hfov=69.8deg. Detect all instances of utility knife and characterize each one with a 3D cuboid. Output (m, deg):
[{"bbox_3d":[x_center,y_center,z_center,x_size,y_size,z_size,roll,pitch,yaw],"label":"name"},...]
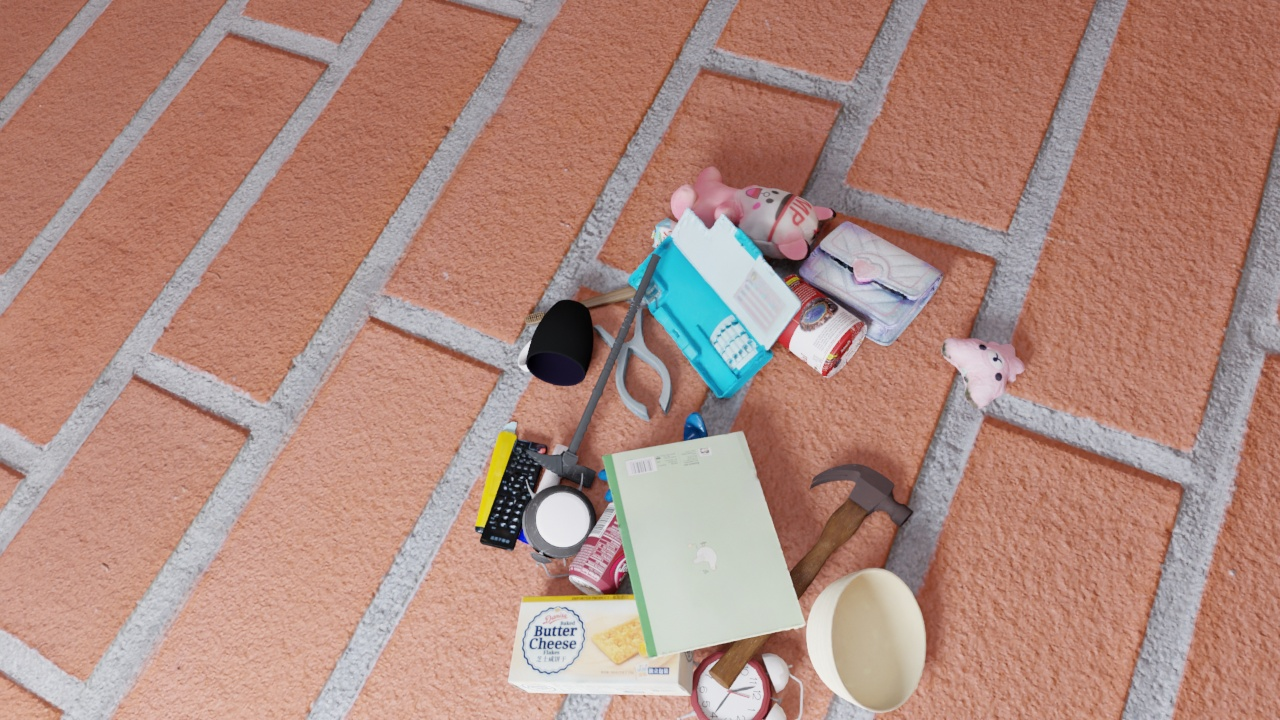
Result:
[{"bbox_3d":[-0.188,0.155,1.216,0.030,0.017,0.162,13,67,-4],"label":"utility knife"}]

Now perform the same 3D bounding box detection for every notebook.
[{"bbox_3d":[0.068,0.205,1.068,0.181,0.010,0.252,-9,58,-11],"label":"notebook"}]

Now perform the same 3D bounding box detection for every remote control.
[{"bbox_3d":[-0.163,0.175,1.194,0.047,0.022,0.150,11,60,10],"label":"remote control"}]

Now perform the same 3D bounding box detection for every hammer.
[{"bbox_3d":[0.190,0.248,1.073,0.115,0.033,0.322,36,65,21],"label":"hammer"},{"bbox_3d":[-0.046,0.001,1.210,0.095,0.015,0.324,27,77,-20],"label":"hammer"}]

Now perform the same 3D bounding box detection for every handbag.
[{"bbox_3d":[0.306,-0.112,1.231,0.158,0.069,0.126,36,74,25],"label":"handbag"}]

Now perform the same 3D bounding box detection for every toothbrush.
[{"bbox_3d":[-0.085,-0.078,1.308,0.167,0.016,0.016,-15,65,2],"label":"toothbrush"}]

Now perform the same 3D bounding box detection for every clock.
[{"bbox_3d":[-0.100,0.206,1.146,0.091,0.044,0.122,-5,75,-18],"label":"clock"},{"bbox_3d":[0.115,0.379,1.043,0.138,0.048,0.096,2,65,12],"label":"clock"}]

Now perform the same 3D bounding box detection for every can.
[{"bbox_3d":[-0.036,0.230,1.121,0.063,0.063,0.113,24,62,19],"label":"can"},{"bbox_3d":[0.223,-0.046,1.201,0.116,0.087,0.086,39,77,23],"label":"can"}]

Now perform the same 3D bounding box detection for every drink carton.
[{"bbox_3d":[0.076,-0.159,1.302,0.129,0.044,0.038,28,45,20],"label":"drink carton"}]

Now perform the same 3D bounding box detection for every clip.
[{"bbox_3d":[-0.021,0.012,1.248,0.107,0.028,0.163,-17,63,-1],"label":"clip"}]

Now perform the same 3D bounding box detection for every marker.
[{"bbox_3d":[-0.122,0.174,1.191,0.027,0.023,0.133,-10,53,54],"label":"marker"}]

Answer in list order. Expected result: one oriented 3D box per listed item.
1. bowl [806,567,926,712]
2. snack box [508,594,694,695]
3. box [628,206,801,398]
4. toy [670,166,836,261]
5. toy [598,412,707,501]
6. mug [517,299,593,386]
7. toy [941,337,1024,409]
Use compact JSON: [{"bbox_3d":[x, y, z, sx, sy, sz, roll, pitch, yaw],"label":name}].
[{"bbox_3d":[0.240,0.309,1.023,0.150,0.075,0.150,9,73,-32],"label":"bowl"},{"bbox_3d":[-0.043,0.328,1.062,0.208,0.057,0.104,-6,56,18],"label":"snack box"},{"bbox_3d":[0.101,-0.089,1.220,0.186,0.056,0.227,-51,62,28],"label":"box"},{"bbox_3d":[0.155,-0.202,1.281,0.213,0.084,0.141,19,34,21],"label":"toy"},{"bbox_3d":[0.031,0.132,1.164,0.176,0.071,0.112,-13,75,3],"label":"toy"},{"bbox_3d":[-0.118,-0.025,1.261,0.119,0.085,0.100,-15,48,35],"label":"mug"},{"bbox_3d":[0.440,0.007,1.162,0.095,0.053,0.099,-15,66,-12],"label":"toy"}]
